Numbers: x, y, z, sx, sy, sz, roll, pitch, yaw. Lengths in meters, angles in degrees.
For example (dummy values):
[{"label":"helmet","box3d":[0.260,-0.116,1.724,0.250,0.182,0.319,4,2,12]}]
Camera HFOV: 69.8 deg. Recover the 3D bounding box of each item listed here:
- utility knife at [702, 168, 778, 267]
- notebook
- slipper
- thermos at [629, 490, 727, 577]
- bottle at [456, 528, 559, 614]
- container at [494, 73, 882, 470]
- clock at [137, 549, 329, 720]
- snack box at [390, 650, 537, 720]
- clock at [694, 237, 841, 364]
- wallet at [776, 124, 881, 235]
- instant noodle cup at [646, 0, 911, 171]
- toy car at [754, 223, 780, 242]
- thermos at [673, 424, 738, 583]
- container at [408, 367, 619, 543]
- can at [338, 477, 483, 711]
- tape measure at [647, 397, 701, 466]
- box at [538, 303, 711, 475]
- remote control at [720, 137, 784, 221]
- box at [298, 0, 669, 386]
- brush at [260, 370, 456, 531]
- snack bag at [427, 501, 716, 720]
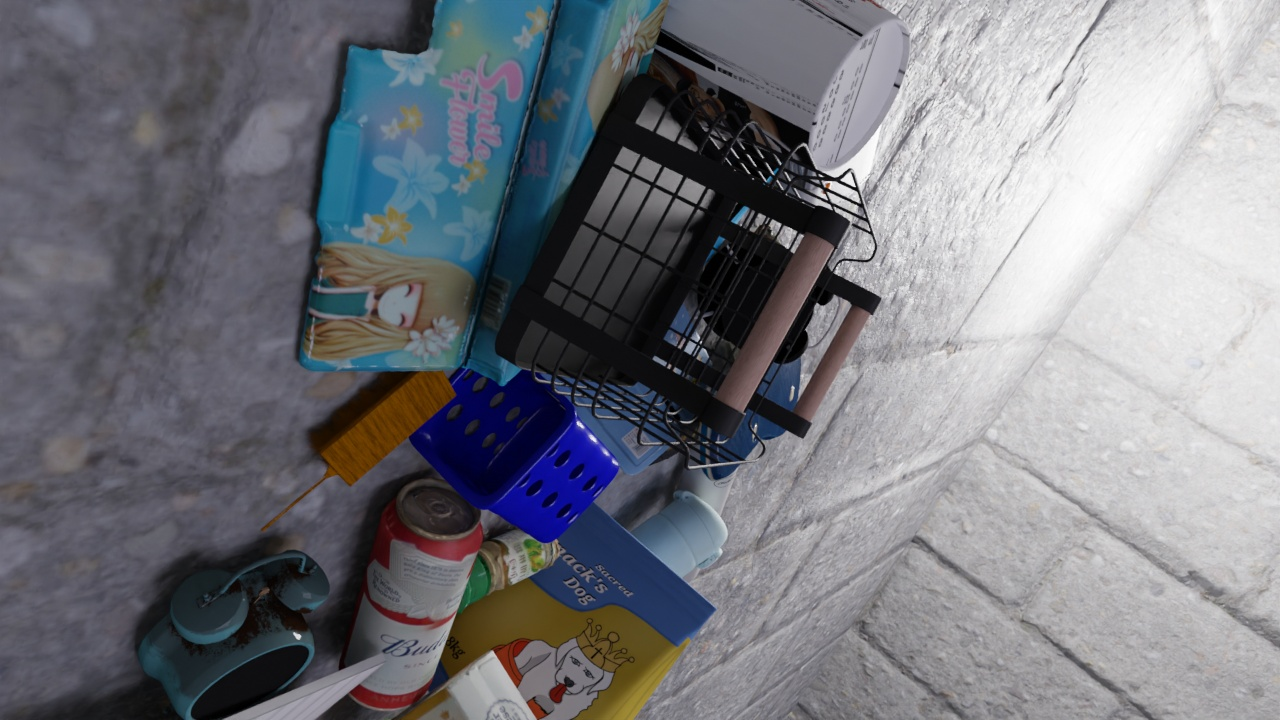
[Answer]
[{"label":"utility knife","box3d":[0.058,-0.099,0.699,0.175,0.015,0.031,-53,151,5]},{"label":"notebook","box3d":[-0.273,0.242,0.549,0.143,0.009,0.209,-42,161,31]},{"label":"slipper","box3d":[0.094,0.030,0.847,0.294,0.060,0.118,-26,126,-64]},{"label":"thermos","box3d":[-0.010,0.206,0.883,0.206,0.078,0.065,-32,-178,-19]},{"label":"bottle","box3d":[-0.113,0.160,0.719,0.110,0.043,0.043,-14,134,-52]},{"label":"container","box3d":[0.046,-0.034,0.524,0.163,0.130,0.241,-62,162,5]},{"label":"clock","box3d":[-0.223,0.151,0.514,0.089,0.053,0.124,-8,142,-53]},{"label":"snack box","box3d":[-0.160,0.314,0.684,0.208,0.104,0.057,-40,171,27]},{"label":"clock","box3d":[0.105,-0.046,0.731,0.120,0.042,0.091,18,109,-24]},{"label":"wallet","box3d":[0.156,-0.173,0.739,0.118,0.037,0.115,-42,152,-27]},{"label":"instant noodle cup","box3d":[0.075,-0.172,0.514,0.123,0.122,0.124,-38,150,-27]},{"label":"toy car","box3d":[0.108,-0.064,0.784,0.047,0.047,0.112,-45,153,-22]},{"label":"thermos","box3d":[0.060,0.157,0.976,0.052,0.052,0.225,-29,145,-39]},{"label":"container","box3d":[-0.078,0.059,0.603,0.085,0.084,0.113,-47,154,-7]},{"label":"can","box3d":[-0.157,0.161,0.623,0.067,0.067,0.170,-15,136,-50]},{"label":"tape measure","box3d":[0.024,0.058,0.817,0.067,0.038,0.063,-27,152,-36]},{"label":"box","box3d":[0.000,0.007,0.692,0.127,0.034,0.209,-49,149,-10]},{"label":"remote control","box3d":[0.069,-0.129,0.654,0.150,0.022,0.047,-50,131,-3]},{"label":"box","box3d":[-0.067,-0.089,0.462,0.181,0.072,0.228,-21,141,-48]},{"label":"brush","box3d":[-0.163,0.045,0.524,0.126,0.017,0.048,-43,152,-18]},{"label":"snack bag","box3d":[-0.060,0.236,0.767,0.205,0.159,0.102,-47,155,-14]}]
